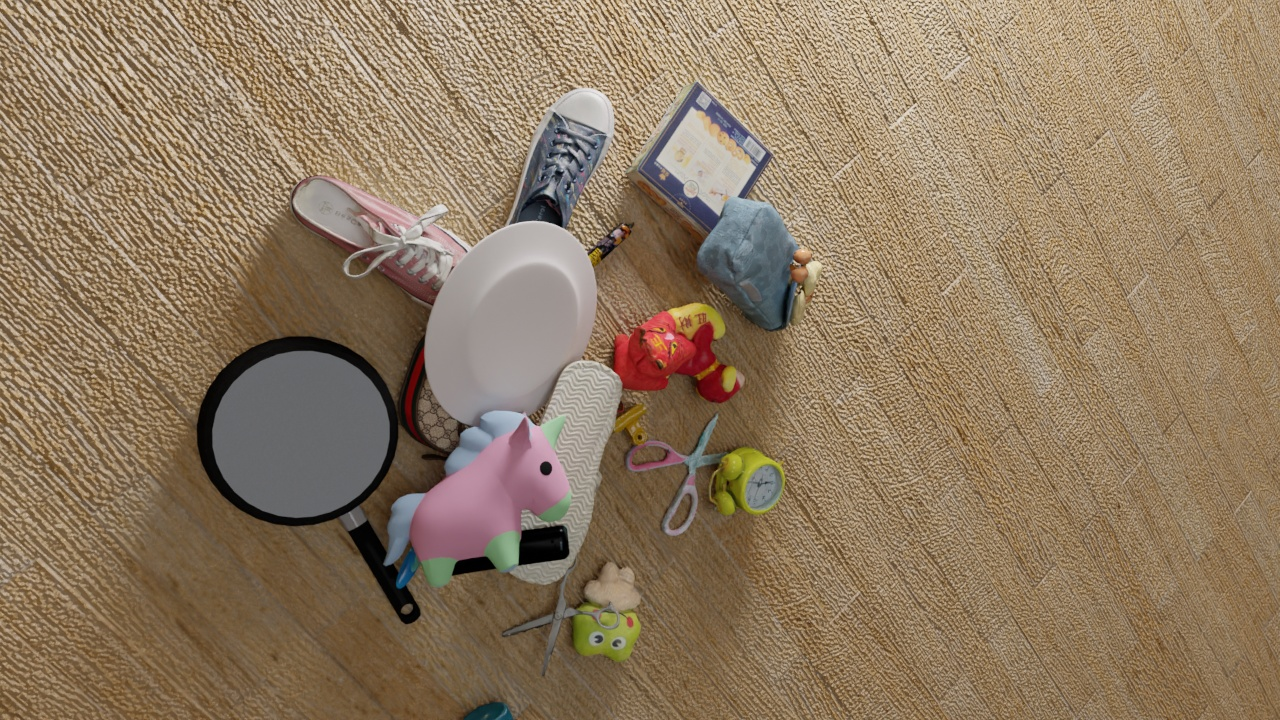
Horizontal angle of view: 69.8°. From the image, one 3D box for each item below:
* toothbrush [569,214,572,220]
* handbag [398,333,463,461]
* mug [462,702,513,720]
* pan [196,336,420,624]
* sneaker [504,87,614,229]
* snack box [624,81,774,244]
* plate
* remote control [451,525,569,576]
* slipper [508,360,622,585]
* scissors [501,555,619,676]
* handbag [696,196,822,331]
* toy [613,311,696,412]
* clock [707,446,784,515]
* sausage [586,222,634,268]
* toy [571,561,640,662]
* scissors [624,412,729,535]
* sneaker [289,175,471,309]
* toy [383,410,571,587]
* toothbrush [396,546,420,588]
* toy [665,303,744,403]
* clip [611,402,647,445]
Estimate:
[{"bbox_3d":[-0.082,-0.230,1.098,0.021,0.016,0.135,8,88,-23],"label":"toothbrush"},{"bbox_3d":[-0.196,0.038,1.042,0.138,0.063,0.166,20,86,-34],"label":"handbag"},{"bbox_3d":[-0.165,0.471,1.078,0.078,0.078,0.121,-21,97,-22],"label":"mug"},{"bbox_3d":[-0.328,0.143,0.994,0.203,0.044,0.356,-31,105,-20],"label":"pan"},{"bbox_3d":[-0.098,-0.208,1.046,0.087,0.079,0.235,23,87,-7],"label":"sneaker"},{"bbox_3d":[0.076,-0.246,1.153,0.144,0.043,0.145,38,78,-23],"label":"snack box"},{"bbox_3d":[-0.133,-0.034,1.017,0.241,0.016,0.243,-27,130,-38],"label":"plate"},{"bbox_3d":[-0.157,0.220,1.052,0.151,0.020,0.041,-7,98,-10],"label":"remote control"},{"bbox_3d":[-0.095,0.131,1.094,0.114,0.054,0.272,16,92,-20],"label":"slipper"},{"bbox_3d":[-0.095,0.293,1.111,0.141,0.014,0.174,2,78,1],"label":"scissors"},{"bbox_3d":[0.161,-0.116,1.144,0.121,0.119,0.192,-61,143,-10],"label":"handbag"},{"bbox_3d":[-0.007,0.007,1.102,0.088,0.093,0.133,42,113,5],"label":"toy"},{"bbox_3d":[0.133,0.159,1.195,0.118,0.057,0.083,0,103,-33],"label":"clock"},{"bbox_3d":[-0.063,-0.118,1.111,0.155,0.020,0.020,-45,110,-16],"label":"sausage"},{"bbox_3d":[-0.038,0.311,1.140,0.092,0.043,0.117,16,84,-18],"label":"toy"},{"bbox_3d":[0.058,0.151,1.191,0.170,0.014,0.168,-5,95,-28],"label":"scissors"},{"bbox_3d":[-0.257,-0.123,0.983,0.241,0.088,0.118,29,81,-23],"label":"sneaker"},{"bbox_3d":[-0.179,0.146,1.000,0.222,0.120,0.171,-11,91,-8],"label":"toy"},{"bbox_3d":[-0.238,0.197,1.040,0.135,0.017,0.022,-58,140,-23],"label":"toothbrush"},{"bbox_3d":[0.072,-0.005,1.161,0.105,0.067,0.137,-32,98,-12],"label":"toy"},{"bbox_3d":[-0.012,0.082,1.147,0.054,0.045,0.048,-35,133,-20],"label":"clip"}]
